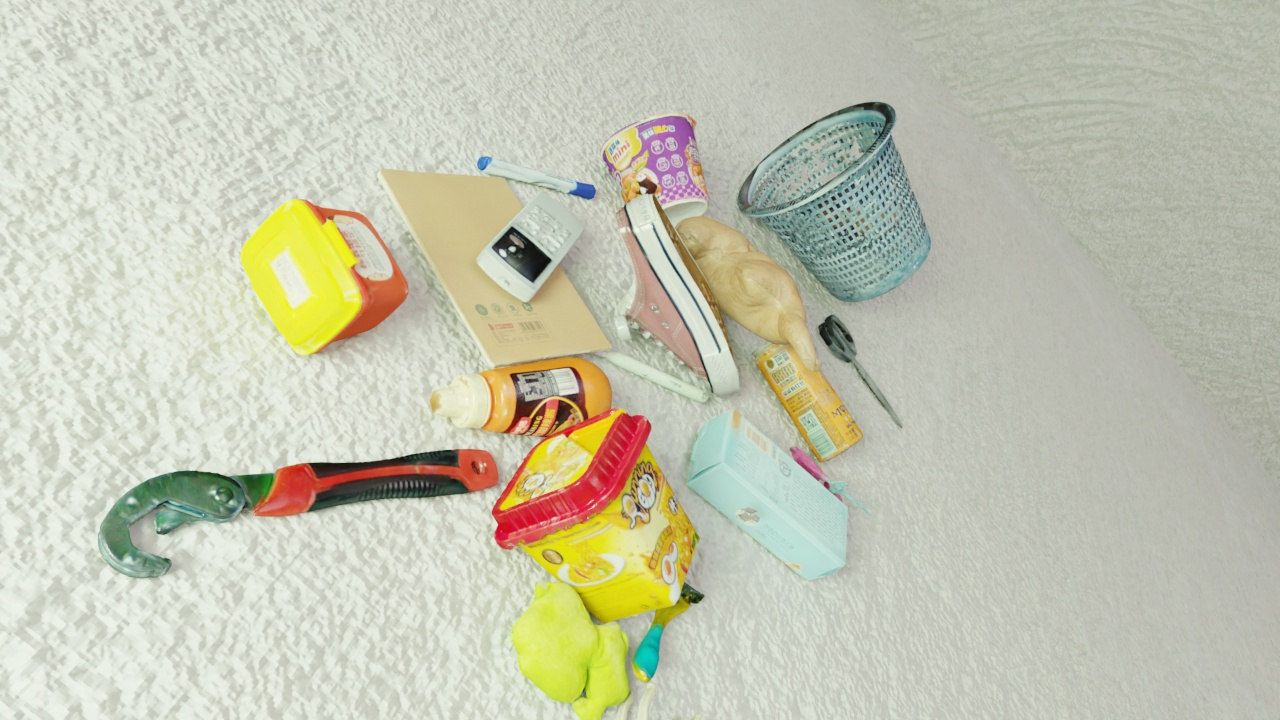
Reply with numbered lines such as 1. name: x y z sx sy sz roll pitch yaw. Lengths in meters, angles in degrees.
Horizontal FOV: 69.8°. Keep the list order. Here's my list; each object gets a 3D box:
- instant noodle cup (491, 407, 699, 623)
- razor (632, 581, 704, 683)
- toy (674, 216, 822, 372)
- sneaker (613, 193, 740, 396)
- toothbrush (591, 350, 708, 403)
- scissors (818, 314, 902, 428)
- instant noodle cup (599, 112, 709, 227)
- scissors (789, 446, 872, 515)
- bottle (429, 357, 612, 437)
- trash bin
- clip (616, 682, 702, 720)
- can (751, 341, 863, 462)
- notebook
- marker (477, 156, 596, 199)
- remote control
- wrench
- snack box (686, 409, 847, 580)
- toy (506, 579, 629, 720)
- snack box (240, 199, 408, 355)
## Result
1. instant noodle cup: -0.026 0.119 0.677 0.123 0.116 0.116 55 33 -18
2. razor: 0.014 0.205 0.695 0.043 0.028 0.132 38 21 0
3. toy: 0.122 -0.066 0.956 0.226 0.082 0.143 43 12 30
4. sneaker: 0.024 -0.049 0.890 0.241 0.088 0.118 58 15 -37
5. toothbrush: -0.005 0.005 0.867 0.189 0.020 0.029 25 68 -33
6. scissors: 0.286 0.020 1.195 0.132 0.014 0.175 11 55 -45
7. instant noodle cup: 0.021 -0.200 1.006 0.111 0.112 0.099 -2 71 -49
8. scissors: 0.200 0.134 0.937 0.108 0.017 0.135 54 -8 -29
9. bottle: -0.094 0.031 0.713 0.149 0.067 0.066 0 61 -40
10. trash bin: 0.273 -0.193 1.211 0.195 0.227 0.225 52 33 -24
11. clip: -0.001 0.269 0.636 0.101 0.035 0.095 -34 92 -47
12. can: 0.185 0.039 1.020 0.058 0.058 0.146 -22 78 -54
13. notebook: -0.124 -0.085 0.799 0.147 0.008 0.207 -10 61 -51
14. marker: -0.102 -0.183 0.921 0.145 0.017 0.017 5 57 -47
15. remote control: -0.095 -0.105 0.824 0.058 0.021 0.149 39 32 -9
16. wrench: -0.197 0.083 0.585 0.272 0.016 0.056 -5 64 -50
17. snack box: 0.125 0.130 0.879 0.175 0.052 0.074 40 38 -18
18. toy: -0.047 0.203 0.636 0.100 0.031 0.096 15 64 -37
19. snack box: -0.214 -0.060 0.637 0.091 0.082 0.080 58 26 5
